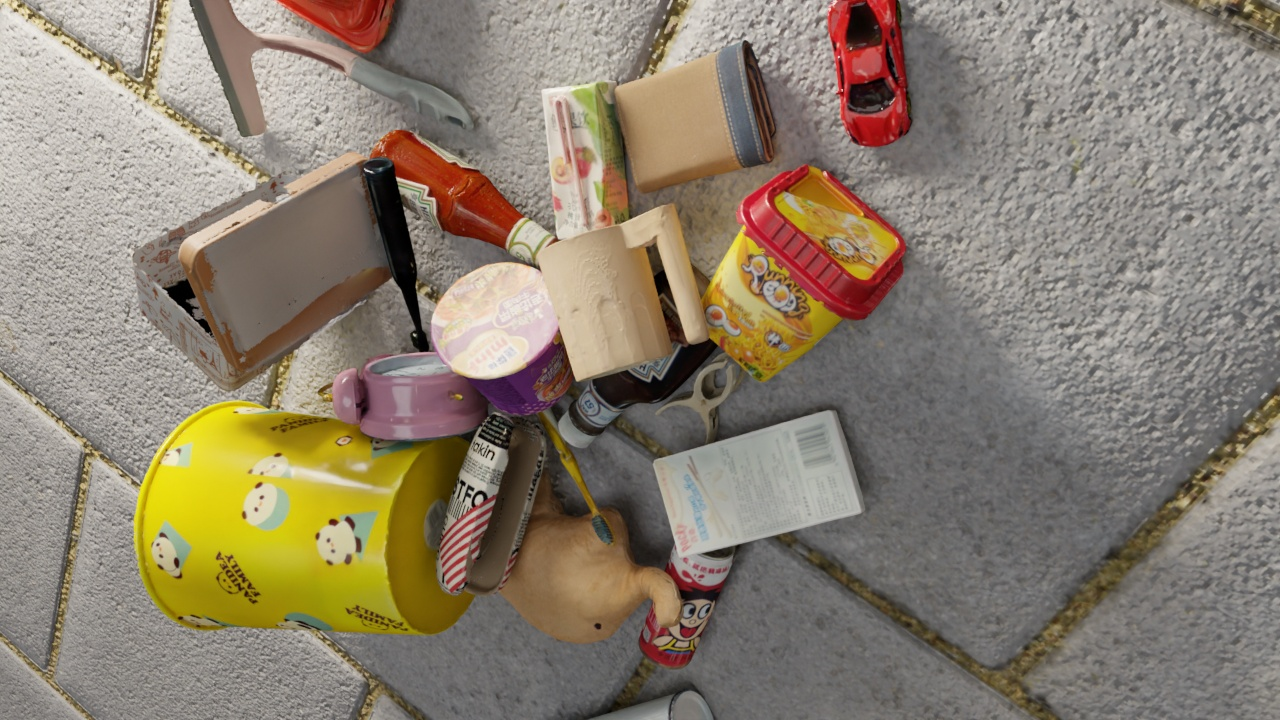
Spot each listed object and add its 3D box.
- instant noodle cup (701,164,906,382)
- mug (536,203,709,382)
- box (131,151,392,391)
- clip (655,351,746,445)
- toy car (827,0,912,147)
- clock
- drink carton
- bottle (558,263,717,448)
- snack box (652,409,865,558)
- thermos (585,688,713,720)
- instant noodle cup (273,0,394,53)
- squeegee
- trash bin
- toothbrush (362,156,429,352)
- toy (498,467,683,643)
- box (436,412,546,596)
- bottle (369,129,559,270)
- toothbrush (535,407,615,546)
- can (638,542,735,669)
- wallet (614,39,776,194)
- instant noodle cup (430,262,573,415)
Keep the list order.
[{"bbox_3d":[0.109,-0.058,0.671,0.116,0.115,0.124,42,132,7],"label":"instant noodle cup"},{"bbox_3d":[-0.010,-0.048,0.698,0.125,0.084,0.103,-18,87,35],"label":"mug"},{"bbox_3d":[-0.324,-0.096,0.792,0.156,0.182,0.193,39,142,9],"label":"box"},{"bbox_3d":[0.055,0.026,0.768,0.061,0.034,0.097,39,128,8],"label":"clip"},{"bbox_3d":[0.159,-0.201,0.637,0.049,0.031,0.106,-3,108,28],"label":"toy car"},{"bbox_3d":[-0.219,0.030,0.849,0.159,0.117,0.060,0,104,11],"label":"clock"},{"bbox_3d":[-0.044,-0.160,0.741,0.054,0.045,0.122,3,108,26],"label":"drink carton"},{"bbox_3d":[-0.005,0.005,0.782,0.080,0.043,0.195,48,122,9],"label":"bottle"},{"bbox_3d":[0.095,0.101,0.746,0.157,0.026,0.084,-18,81,19],"label":"snack box"},{"bbox_3d":[-0.031,0.390,0.918,0.225,0.073,0.073,-29,93,31],"label":"thermos"},{"bbox_3d":[-0.271,-0.373,0.760,0.164,0.078,0.189,31,116,12],"label":"instant noodle cup"},{"bbox_3d":[-0.258,-0.252,0.801,0.249,0.040,0.248,19,151,2],"label":"squeegee"},{"bbox_3d":[-0.298,0.158,0.885,0.256,0.229,0.230,1,108,20],"label":"trash bin"},{"bbox_3d":[-0.215,-0.085,0.826,0.027,0.026,0.213,27,141,25],"label":"toothbrush"},{"bbox_3d":[-0.058,0.194,0.842,0.226,0.082,0.144,27,114,24],"label":"toy"},{"bbox_3d":[-0.130,0.129,0.821,0.075,0.080,0.163,10,85,53],"label":"box"},{"bbox_3d":[-0.142,-0.129,0.792,0.206,0.059,0.060,32,118,13],"label":"bottle"},{"bbox_3d":[-0.070,0.082,0.822,0.016,0.018,0.191,-32,70,7],"label":"toothbrush"},{"bbox_3d":[0.041,0.212,0.825,0.053,0.053,0.133,26,117,16],"label":"can"},{"bbox_3d":[0.041,-0.182,0.701,0.115,0.033,0.090,-10,100,30],"label":"wallet"},{"bbox_3d":[-0.107,-0.011,0.781,0.112,0.111,0.099,14,155,21],"label":"instant noodle cup"}]
